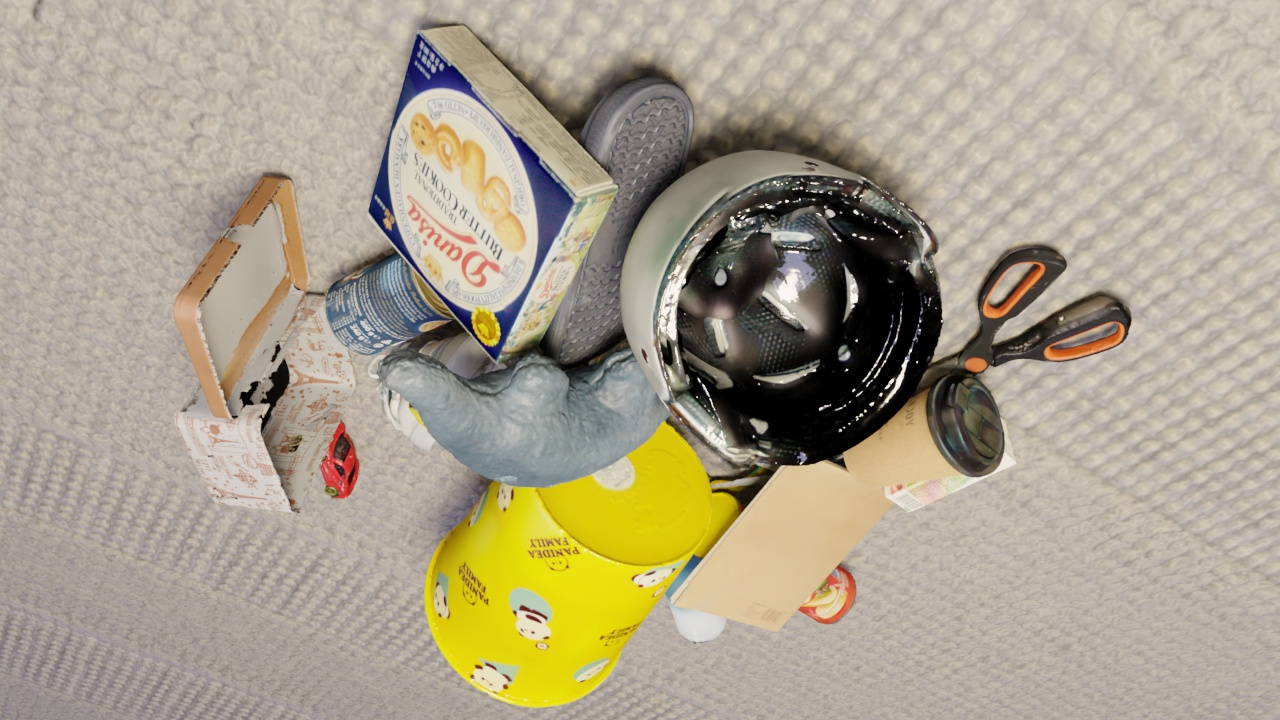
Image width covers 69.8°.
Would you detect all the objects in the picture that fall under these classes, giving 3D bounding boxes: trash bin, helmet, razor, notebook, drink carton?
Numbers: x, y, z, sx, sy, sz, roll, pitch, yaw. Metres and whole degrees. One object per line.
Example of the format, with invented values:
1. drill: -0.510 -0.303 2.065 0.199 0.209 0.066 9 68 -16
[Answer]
1. trash bin: -0.068 0.183 0.905 0.229 0.229 0.256 23 133 -12
2. helmet: 0.091 -0.049 0.696 0.273 0.157 0.230 28 104 -44
3. razor: 0.122 0.111 0.947 0.043 0.028 0.133 39 126 -21
4. notebook: 0.147 0.189 0.924 0.149 0.012 0.212 24 113 -30
5. drink carton: 0.295 0.096 0.882 0.045 0.053 0.123 34 130 -27

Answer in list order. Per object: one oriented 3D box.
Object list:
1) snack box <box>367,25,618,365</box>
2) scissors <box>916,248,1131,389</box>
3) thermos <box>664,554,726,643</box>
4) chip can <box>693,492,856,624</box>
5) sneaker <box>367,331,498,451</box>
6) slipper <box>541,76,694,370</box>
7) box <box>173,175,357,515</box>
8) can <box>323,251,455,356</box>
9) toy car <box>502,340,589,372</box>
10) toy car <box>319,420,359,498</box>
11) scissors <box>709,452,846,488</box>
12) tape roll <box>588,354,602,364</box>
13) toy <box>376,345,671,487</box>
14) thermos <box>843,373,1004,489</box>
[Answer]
1. snack box: -0.119 -0.119 0.687 0.178 0.045 0.183 47 134 16
2. scissors: 0.300 -0.018 0.796 0.225 0.021 0.204 -10 132 25
3. thermos: 0.052 0.241 1.056 0.070 0.070 0.221 -4 133 13
4. chip can: 0.145 0.219 0.995 0.073 0.073 0.216 -30 129 33
5. sneaker: -0.195 0.013 0.843 0.091 0.089 0.243 39 152 -7
6. slipper: -0.032 -0.109 0.725 0.110 0.083 0.269 -19 142 -34
7. box: -0.334 -0.011 0.803 0.082 0.176 0.261 6 136 3
8. can: -0.214 -0.055 0.810 0.111 0.075 0.075 -20 127 27
9. toy car: -0.104 -0.012 0.858 0.070 0.042 0.158 -30 120 32
10. toy car: -0.332 0.106 1.003 0.031 0.049 0.106 4 134 5
11. scissors: 0.156 0.115 0.925 0.160 0.014 0.181 -30 137 22
12. tape roll: -0.005 0.005 0.851 0.085 0.014 0.086 -7 123 -11
13. toy: -0.062 0.040 0.743 0.355 0.091 0.138 -5 129 -45
14. thermos: 0.256 0.071 0.833 0.093 0.092 0.144 32 146 -20
